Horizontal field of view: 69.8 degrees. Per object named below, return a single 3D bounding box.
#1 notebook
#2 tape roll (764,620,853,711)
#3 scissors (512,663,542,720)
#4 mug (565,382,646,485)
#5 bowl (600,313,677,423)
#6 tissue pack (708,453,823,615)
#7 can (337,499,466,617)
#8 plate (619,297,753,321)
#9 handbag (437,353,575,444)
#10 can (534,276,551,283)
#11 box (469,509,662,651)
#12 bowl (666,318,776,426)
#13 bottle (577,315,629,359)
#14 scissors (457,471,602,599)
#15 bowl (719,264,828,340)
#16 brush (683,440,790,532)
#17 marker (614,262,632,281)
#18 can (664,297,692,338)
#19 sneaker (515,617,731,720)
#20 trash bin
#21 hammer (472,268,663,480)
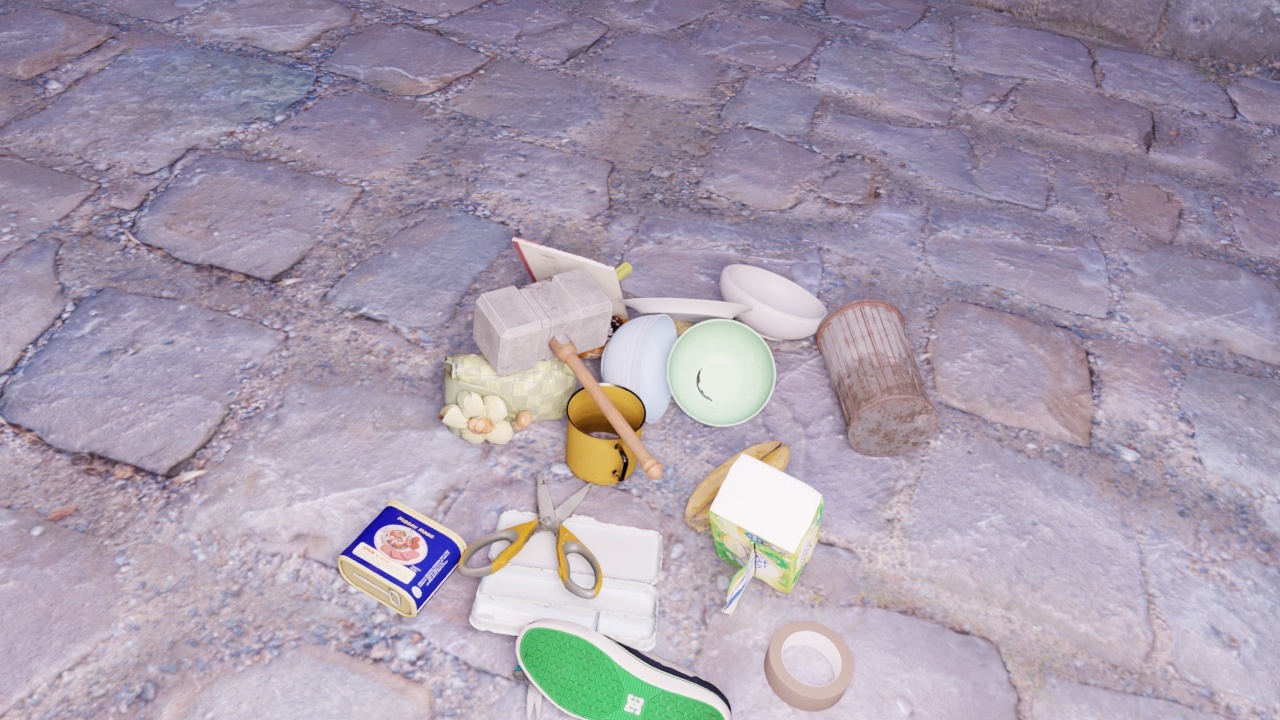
[{"bbox_3d":[-0.097,-0.112,1.338,0.153,0.209,0.012,19,74,11],"label":"notebook"},{"bbox_3d":[0.186,0.337,1.014,0.093,0.030,0.093,4,43,-4],"label":"tape roll"},{"bbox_3d":[-0.115,0.318,0.996,0.126,0.019,0.144,-26,50,-35],"label":"scissors"},{"bbox_3d":[-0.043,0.105,1.180,0.100,0.094,0.123,-11,44,-20],"label":"mug"},{"bbox_3d":[-0.007,0.007,1.263,0.075,0.151,0.150,7,40,22],"label":"bowl"},{"bbox_3d":[0.127,0.215,1.029,0.120,0.198,0.141,23,68,25],"label":"tissue pack"},{"bbox_3d":[-0.272,0.226,1.045,0.116,0.057,0.092,24,46,17],"label":"can"},{"bbox_3d":[0.065,-0.069,1.304,0.188,0.188,0.016,3,88,0],"label":"plate"},{"bbox_3d":[-0.173,0.050,1.207,0.186,0.113,0.116,-4,44,-15],"label":"handbag"},{"bbox_3d":[-0.135,-0.052,1.307,0.044,0.130,0.129,33,48,25],"label":"can"},{"bbox_3d":[-0.079,0.250,1.060,0.209,0.037,0.188,7,29,-1],"label":"box"},{"bbox_3d":[0.111,0.023,1.287,0.151,0.077,0.150,0,78,1],"label":"bowl"},{"bbox_3d":[-0.080,-0.030,1.310,0.166,0.059,0.059,-10,42,-47],"label":"bottle"},{"bbox_3d":[-0.123,0.204,1.081,0.216,0.016,0.225,-5,33,-17],"label":"scissors"},{"bbox_3d":[0.197,-0.079,1.417,0.176,0.066,0.176,19,25,-9],"label":"bowl"},{"bbox_3d":[0.126,0.161,1.183,0.194,0.043,0.059,-30,56,-35],"label":"brush"},{"bbox_3d":[-0.057,-0.123,1.476,0.017,0.021,0.123,30,48,23],"label":"marker"},{"bbox_3d":[0.055,-0.059,1.412,0.038,0.038,0.079,-12,47,-21],"label":"can"},{"bbox_3d":[-0.016,0.333,0.958,0.235,0.084,0.079,21,5,10],"label":"sneaker"},{"bbox_3d":[0.332,0.017,1.307,0.131,0.131,0.210,2,45,-7],"label":"trash bin"},{"bbox_3d":[-0.063,0.027,1.122,0.162,0.083,0.317,-18,53,-29],"label":"hammer"}]
